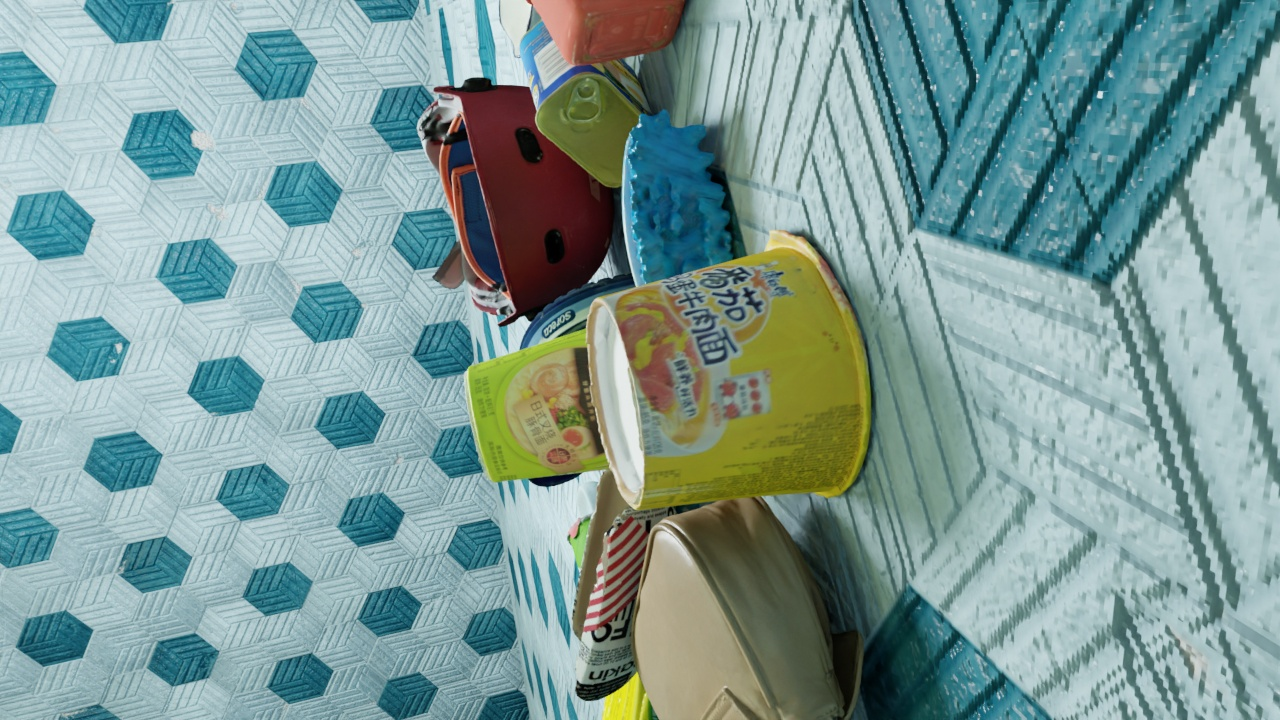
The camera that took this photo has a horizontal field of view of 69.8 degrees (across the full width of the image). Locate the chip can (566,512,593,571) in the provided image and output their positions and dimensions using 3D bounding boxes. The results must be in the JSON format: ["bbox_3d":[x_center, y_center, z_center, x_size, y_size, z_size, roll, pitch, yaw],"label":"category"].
[{"bbox_3d":[-0.010,0.263,0.908,0.072,0.072,0.235,96,158,-48],"label":"chip can"}]

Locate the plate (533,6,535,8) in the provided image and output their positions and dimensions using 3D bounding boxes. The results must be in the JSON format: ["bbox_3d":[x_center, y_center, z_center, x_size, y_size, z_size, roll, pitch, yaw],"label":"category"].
[{"bbox_3d":[-0.049,-0.333,0.630,0.164,0.034,0.163,-108,29,-82],"label":"plate"}]

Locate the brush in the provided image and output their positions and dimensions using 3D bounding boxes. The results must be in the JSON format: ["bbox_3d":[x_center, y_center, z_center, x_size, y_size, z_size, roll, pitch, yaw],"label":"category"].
[{"bbox_3d":[0.029,-0.007,0.620,0.109,0.060,0.315,-129,29,-73],"label":"brush"}]

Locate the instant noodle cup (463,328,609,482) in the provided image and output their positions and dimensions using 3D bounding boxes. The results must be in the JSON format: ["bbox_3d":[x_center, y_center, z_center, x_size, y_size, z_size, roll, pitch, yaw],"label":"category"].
[{"bbox_3d":[-0.051,0.032,0.618,0.112,0.123,0.111,165,92,-86],"label":"instant noodle cup"}]

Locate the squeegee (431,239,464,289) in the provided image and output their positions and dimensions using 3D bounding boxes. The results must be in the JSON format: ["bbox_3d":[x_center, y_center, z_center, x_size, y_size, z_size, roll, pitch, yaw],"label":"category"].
[{"bbox_3d":[-0.105,-0.095,1.015,0.250,0.040,0.247,69,-142,-49],"label":"squeegee"}]

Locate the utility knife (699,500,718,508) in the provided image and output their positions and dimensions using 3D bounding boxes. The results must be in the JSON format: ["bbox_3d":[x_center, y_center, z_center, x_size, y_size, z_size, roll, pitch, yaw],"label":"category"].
[{"bbox_3d":[0.063,0.186,0.660,0.015,0.033,0.202,169,94,-80],"label":"utility knife"}]

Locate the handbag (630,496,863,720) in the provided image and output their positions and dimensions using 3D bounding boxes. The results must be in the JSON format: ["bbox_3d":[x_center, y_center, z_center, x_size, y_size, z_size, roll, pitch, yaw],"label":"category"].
[{"bbox_3d":[0.059,0.171,0.537,0.205,0.099,0.147,99,148,-53],"label":"handbag"}]

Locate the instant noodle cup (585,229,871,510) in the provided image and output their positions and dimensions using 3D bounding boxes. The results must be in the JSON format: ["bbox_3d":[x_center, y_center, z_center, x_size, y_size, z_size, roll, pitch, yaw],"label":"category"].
[{"bbox_3d":[0.036,0.012,0.475,0.138,0.109,0.138,170,91,-77],"label":"instant noodle cup"}]

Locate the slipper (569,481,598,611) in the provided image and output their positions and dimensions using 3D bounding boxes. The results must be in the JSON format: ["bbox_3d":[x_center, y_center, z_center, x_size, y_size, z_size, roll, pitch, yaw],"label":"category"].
[{"bbox_3d":[-0.045,0.255,1.034,0.104,0.074,0.245,108,150,-60],"label":"slipper"}]

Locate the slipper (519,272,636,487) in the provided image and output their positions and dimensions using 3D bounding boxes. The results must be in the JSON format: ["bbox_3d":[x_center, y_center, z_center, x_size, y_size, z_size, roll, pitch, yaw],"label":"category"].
[{"bbox_3d":[-0.045,0.036,0.744,0.095,0.105,0.254,59,144,27],"label":"slipper"}]

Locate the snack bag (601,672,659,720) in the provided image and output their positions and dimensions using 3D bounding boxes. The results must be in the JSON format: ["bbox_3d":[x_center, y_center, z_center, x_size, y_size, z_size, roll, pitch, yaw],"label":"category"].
[{"bbox_3d":[0.010,0.303,0.730,0.158,0.068,0.246,146,133,-76],"label":"snack bag"}]

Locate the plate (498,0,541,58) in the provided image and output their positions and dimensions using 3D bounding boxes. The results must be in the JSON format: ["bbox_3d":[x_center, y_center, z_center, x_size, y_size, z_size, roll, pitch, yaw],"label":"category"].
[{"bbox_3d":[-0.113,-0.402,0.890,0.205,0.045,0.205,168,90,-75],"label":"plate"}]

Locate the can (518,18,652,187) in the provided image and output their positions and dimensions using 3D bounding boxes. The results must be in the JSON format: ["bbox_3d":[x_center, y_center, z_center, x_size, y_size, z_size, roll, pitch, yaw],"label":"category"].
[{"bbox_3d":[-0.034,-0.184,0.643,0.102,0.057,0.083,32,-148,-47],"label":"can"}]

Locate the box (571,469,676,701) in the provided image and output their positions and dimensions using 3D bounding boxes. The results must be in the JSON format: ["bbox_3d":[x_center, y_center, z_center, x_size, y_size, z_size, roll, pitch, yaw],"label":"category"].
[{"bbox_3d":[-0.022,0.155,0.650,0.086,0.075,0.162,34,122,46],"label":"box"}]

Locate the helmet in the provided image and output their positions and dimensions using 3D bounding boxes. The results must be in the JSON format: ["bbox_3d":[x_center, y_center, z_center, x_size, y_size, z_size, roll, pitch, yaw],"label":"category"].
[{"bbox_3d":[-0.091,-0.143,0.792,0.240,0.143,0.207,-157,51,-69],"label":"helmet"}]

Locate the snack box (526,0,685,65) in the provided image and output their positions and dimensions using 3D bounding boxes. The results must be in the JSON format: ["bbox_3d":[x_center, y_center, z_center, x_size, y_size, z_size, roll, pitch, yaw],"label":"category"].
[{"bbox_3d":[-0.022,-0.234,0.573,0.082,0.091,0.080,118,132,-67],"label":"snack box"}]
